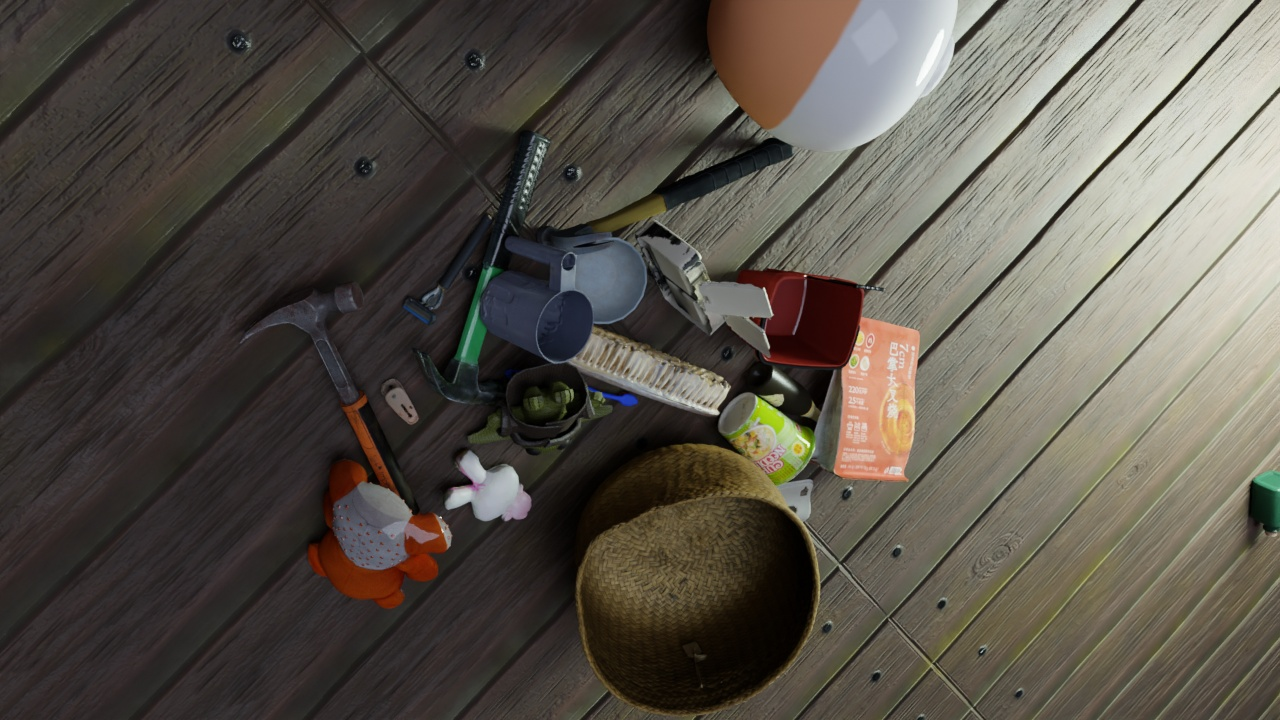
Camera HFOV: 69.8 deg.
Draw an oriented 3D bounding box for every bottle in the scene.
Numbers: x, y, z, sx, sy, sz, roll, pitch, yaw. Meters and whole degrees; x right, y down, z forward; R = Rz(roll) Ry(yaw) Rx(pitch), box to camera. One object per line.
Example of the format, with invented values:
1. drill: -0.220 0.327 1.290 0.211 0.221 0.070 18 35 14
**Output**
1. bottle: 1.263 0.293 1.832 0.061 0.061 0.131 -20 114 -15
2. bottle: 0.221 0.058 1.287 0.184 0.045 0.045 32 92 -37

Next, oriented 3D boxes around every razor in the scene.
1. razor: -0.211 -0.107 1.047 0.043 0.022 0.144 35 86 11

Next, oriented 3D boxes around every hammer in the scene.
1. hammer: -0.327 0.065 1.031 0.138 0.035 0.315 -12 121 6
2. hammer: -0.167 -0.105 1.048 0.130 0.032 0.319 13 98 -49
3. hammer: 0.044 -0.198 1.091 0.332 0.118 0.025 -27 115 -20

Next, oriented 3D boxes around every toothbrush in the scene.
1. toothbrush: -0.085 0.033 1.156 0.182 0.018 0.016 14 101 -25

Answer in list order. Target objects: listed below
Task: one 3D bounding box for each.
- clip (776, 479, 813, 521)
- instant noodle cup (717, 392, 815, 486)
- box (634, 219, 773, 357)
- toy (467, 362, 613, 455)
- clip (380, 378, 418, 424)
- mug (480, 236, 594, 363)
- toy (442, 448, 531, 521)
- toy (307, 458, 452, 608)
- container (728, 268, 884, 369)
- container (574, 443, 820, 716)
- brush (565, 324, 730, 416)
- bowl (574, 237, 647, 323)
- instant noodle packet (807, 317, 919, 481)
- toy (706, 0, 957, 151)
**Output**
1. clip: 0.173 0.225 1.325 0.126 0.095 0.152 -5 129 -22
2. instant noodle cup: 0.167 0.102 1.253 0.108 0.099 0.099 39 88 -22
3. box: 0.081 -0.080 1.079 0.050 0.184 0.143 -43 146 -9
4. toy: -0.113 0.063 1.082 0.179 0.153 0.078 -12 68 -13
5. clip: -0.275 0.051 1.059 0.024 0.041 0.061 -36 113 -9
6. mug: -0.115 -0.070 1.015 0.083 0.104 0.124 -17 119 -42
7. toy: -0.187 0.163 1.139 0.122 0.038 0.079 31 80 -29
8. toy: -0.307 0.208 1.055 0.164 0.092 0.173 31 126 0
9. container: 0.213 -0.052 1.155 0.148 0.201 0.127 4 105 -26
10. container: 0.061 0.265 1.166 0.307 0.196 0.307 -1 107 -4
11. brush: -0.006 0.007 1.142 0.271 0.083 0.057 21 98 -28
12. bowl: -0.048 -0.100 1.112 0.106 0.039 0.106 -8 110 -22
13. instant noodle packet: 0.329 0.055 1.303 0.164 0.084 0.221 8 96 -37
14. toy: 0.201 -0.376 1.012 0.280 0.263 0.266 26 93 -11
